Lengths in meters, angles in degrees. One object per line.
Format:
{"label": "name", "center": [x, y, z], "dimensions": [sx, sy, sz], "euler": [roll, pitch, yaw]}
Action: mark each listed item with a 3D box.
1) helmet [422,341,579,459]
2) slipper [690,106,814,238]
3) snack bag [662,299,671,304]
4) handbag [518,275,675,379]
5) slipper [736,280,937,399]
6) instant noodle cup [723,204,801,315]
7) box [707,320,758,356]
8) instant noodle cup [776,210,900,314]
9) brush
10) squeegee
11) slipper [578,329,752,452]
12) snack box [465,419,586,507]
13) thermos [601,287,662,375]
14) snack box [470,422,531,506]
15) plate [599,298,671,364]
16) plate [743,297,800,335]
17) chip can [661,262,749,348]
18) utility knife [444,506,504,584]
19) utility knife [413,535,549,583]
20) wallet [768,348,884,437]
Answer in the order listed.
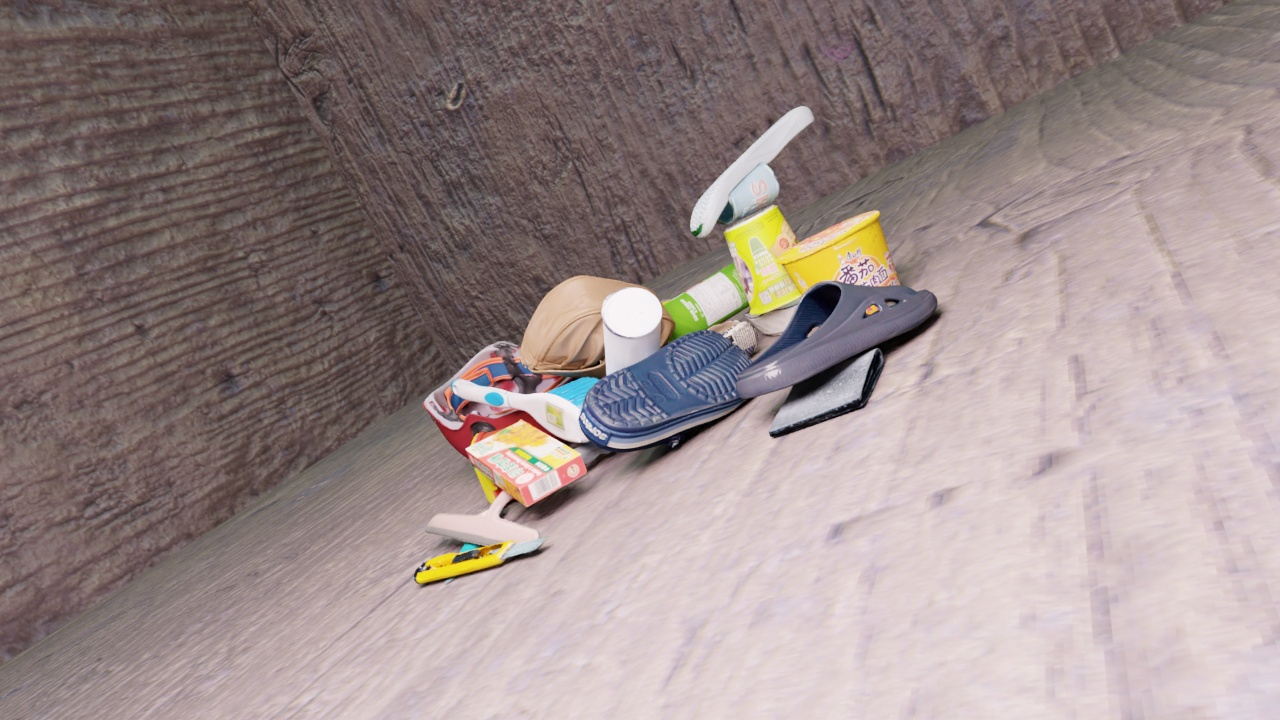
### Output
{"label": "helmet", "center": [-0.172, 0.075, 1.319], "dimensions": [0.240, 0.144, 0.206], "euler": [0, 31, 32]}
{"label": "slipper", "center": [0.157, -0.246, 1.241], "dimensions": [0.245, 0.074, 0.104], "euler": [-46, 5, -14]}
{"label": "snack bag", "center": [0.038, -0.030, 1.426], "dimensions": [0.158, 0.068, 0.246], "euler": [-29, 18, -10]}
{"label": "handbag", "center": [-0.050, -0.031, 1.176], "dimensions": [0.204, 0.099, 0.148], "euler": [5, -42, -50]}
{"label": "slipper", "center": [0.197, -0.041, 0.933], "dimensions": [0.267, 0.083, 0.111], "euler": [-24, 1, -32]}
{"label": "instant noodle cup", "center": [0.173, -0.140, 1.244], "dimensions": [0.112, 0.123, 0.111], "euler": [-27, 9, 5]}
{"label": "box", "center": [0.077, -0.007, 1.219], "dimensions": [0.162, 0.075, 0.086], "euler": [-27, -22, -7]}
{"label": "instant noodle cup", "center": [0.255, -0.107, 1.141], "dimensions": [0.138, 0.110, 0.138], "euler": [-28, 8, 4]}
{"label": "brush", "center": [-0.130, 0.050, 1.150], "dimensions": [0.109, 0.060, 0.315], "euler": [-16, 19, -31]}
{"label": "squeegee", "center": [-0.100, 0.130, 1.051], "dimensions": [0.248, 0.040, 0.248], "euler": [-29, 13, -35]}
{"label": "slipper", "center": [0.033, 0.047, 1.009], "dimensions": [0.252, 0.105, 0.095], "euler": [-24, -30, -44]}
{"label": "snack box", "center": [-0.129, 0.111, 1.019], "dimensions": [0.076, 0.027, 0.156], "euler": [-28, 24, -24]}
{"label": "thermos", "center": [-0.006, 0.006, 1.095], "dimensions": [0.073, 0.073, 0.225], "euler": [-30, -27, -17]}
{"label": "snack box", "center": [-0.161, 0.127, 1.143], "dimensions": [0.080, 0.091, 0.082], "euler": [-21, 9, 1]}
{"label": "plate", "center": [-0.003, -0.031, 1.600], "dimensions": [0.163, 0.034, 0.164], "euler": [-30, -21, -12]}
{"label": "plate", "center": [0.248, -0.094, 1.308], "dimensions": [0.205, 0.045, 0.204], "euler": [-27, 8, 4]}
{"label": "chip can", "center": [0.113, -0.089, 1.316], "dimensions": [0.235, 0.072, 0.072], "euler": [-32, 9, -17]}
{"label": "utility knife", "center": [-0.183, 0.200, 1.024], "dimensions": [0.029, 0.013, 0.182], "euler": [-28, 11, 17]}
{"label": "utility knife", "center": [-0.166, 0.198, 0.927], "dimensions": [0.202, 0.015, 0.033], "euler": [-21, 24, 36]}
{"label": "wallet", "center": [0.178, 0.031, 0.875], "dimensions": [0.097, 0.019, 0.120], "euler": [-25, 10, 30]}
